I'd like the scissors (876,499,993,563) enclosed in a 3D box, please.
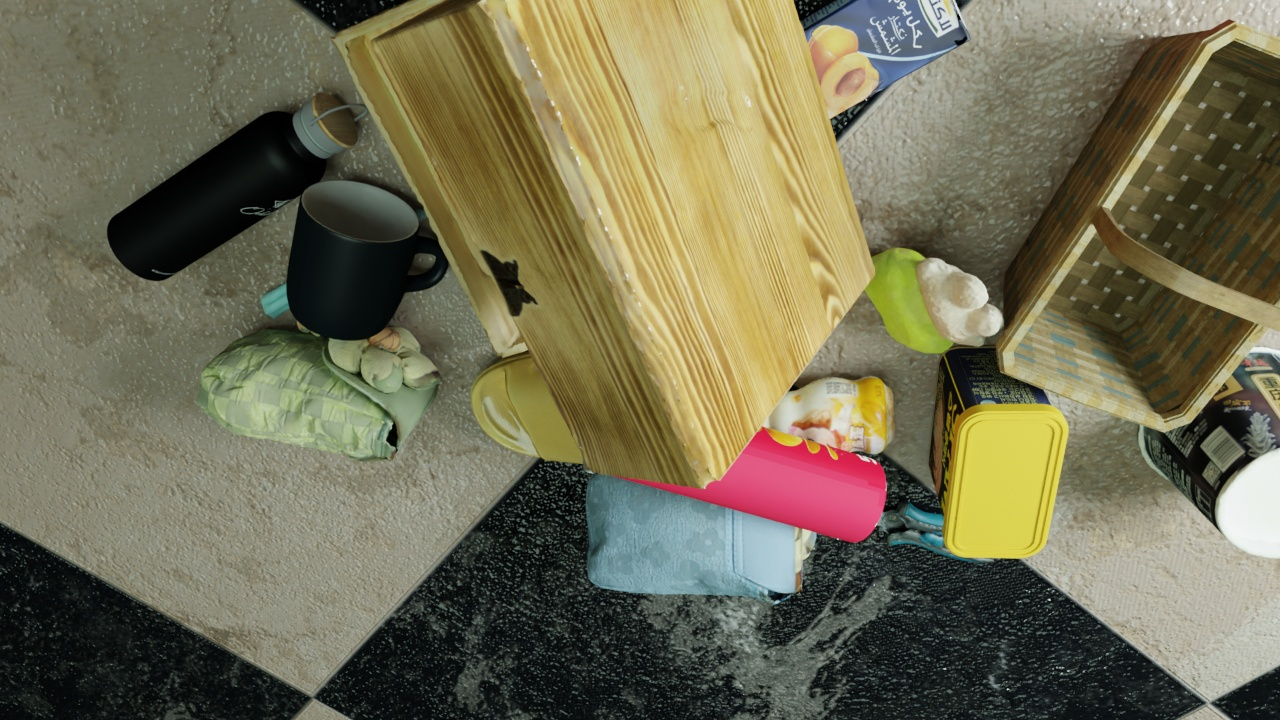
[{"bbox_3d":[0.253,0.156,0.821,0.128,0.019,0.140,-29,111,22],"label":"scissors"}]

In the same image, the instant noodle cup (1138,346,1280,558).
[{"bbox_3d":[0.469,0.076,0.693,0.137,0.112,0.137,4,121,6],"label":"instant noodle cup"}]

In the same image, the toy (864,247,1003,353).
[{"bbox_3d":[0.211,-0.042,0.667,0.046,0.115,0.092,-40,111,-17],"label":"toy"}]

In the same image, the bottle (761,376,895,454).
[{"bbox_3d":[0.149,0.045,0.743,0.108,0.063,0.063,-3,120,11],"label":"bottle"}]

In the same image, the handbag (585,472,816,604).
[{"bbox_3d":[0.052,0.146,0.791,0.192,0.118,0.121,-6,80,21],"label":"handbag"}]

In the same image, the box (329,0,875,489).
[{"bbox_3d":[-0.045,-0.125,0.617,0.316,0.281,0.279,2,127,44],"label":"box"}]

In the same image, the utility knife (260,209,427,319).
[{"bbox_3d":[-0.243,-0.078,0.746,0.180,0.015,0.022,-25,127,21],"label":"utility knife"}]

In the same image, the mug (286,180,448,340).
[{"bbox_3d":[-0.205,-0.074,0.702,0.121,0.085,0.095,-4,133,-37],"label":"mug"}]

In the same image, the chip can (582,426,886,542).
[{"bbox_3d":[0.072,0.077,0.685,0.220,0.069,0.069,17,121,-16],"label":"chip can"}]

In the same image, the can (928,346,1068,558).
[{"bbox_3d":[0.272,0.068,0.717,0.075,0.104,0.135,0,120,7],"label":"can"}]

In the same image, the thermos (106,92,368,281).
[{"bbox_3d":[-0.299,-0.136,0.693,0.232,0.061,0.061,-25,114,20],"label":"thermos"}]

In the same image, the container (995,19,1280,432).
[{"bbox_3d":[0.350,-0.070,0.579,0.157,0.186,0.251,20,121,-5],"label":"container"}]

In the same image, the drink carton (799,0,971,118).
[{"bbox_3d":[0.144,-0.209,0.607,0.130,0.040,0.064,-26,115,20],"label":"drink carton"}]

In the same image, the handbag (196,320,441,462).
[{"bbox_3d":[-0.256,0.009,0.747,0.186,0.113,0.117,14,113,0],"label":"handbag"}]

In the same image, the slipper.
[{"bbox_3d":[-0.016,0.037,0.732,0.264,0.078,0.099,-12,120,16],"label":"slipper"}]
